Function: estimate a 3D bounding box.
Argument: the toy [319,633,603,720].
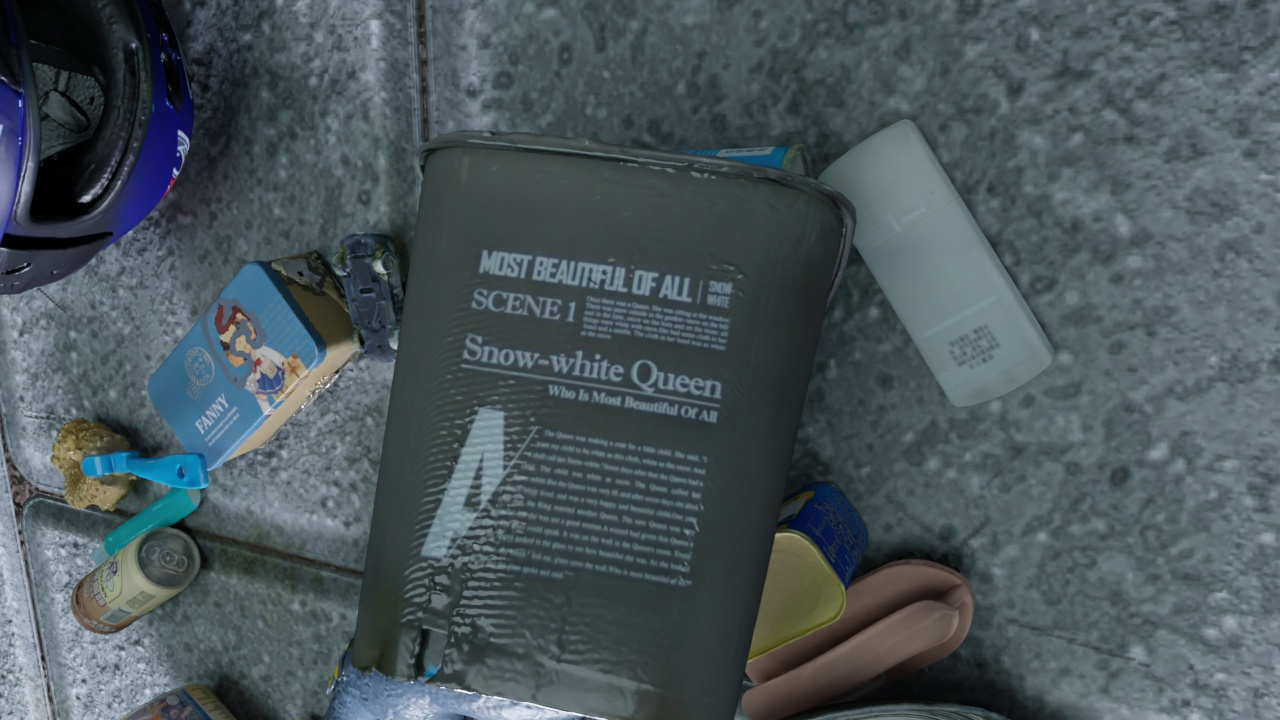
[{"bbox_3d":[-0.117,0.214,0.632,0.357,0.091,0.138,-12,99,31],"label":"toy"}]

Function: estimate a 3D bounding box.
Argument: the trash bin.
[{"bbox_3d":[-0.018,0.041,0.425,0.199,0.199,0.219,9,74,7],"label":"trash bin"}]

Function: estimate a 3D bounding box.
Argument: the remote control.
[{"bbox_3d":[0.154,-0.050,0.480,0.058,0.021,0.150,-31,90,28],"label":"remote control"}]

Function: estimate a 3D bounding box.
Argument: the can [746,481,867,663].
[{"bbox_3d":[0.076,0.121,0.527,0.102,0.083,0.057,-36,87,28],"label":"can"}]

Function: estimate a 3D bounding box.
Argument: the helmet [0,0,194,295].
[{"bbox_3d":[-0.410,-0.174,0.574,0.316,0.239,0.247,-15,96,38],"label":"helmet"}]

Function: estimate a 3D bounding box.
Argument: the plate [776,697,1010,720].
[{"bbox_3d":[0.126,0.226,0.521,0.179,0.024,0.180,-2,135,-2],"label":"plate"}]

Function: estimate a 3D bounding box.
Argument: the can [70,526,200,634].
[{"bbox_3d":[-0.436,0.190,0.790,0.117,0.058,0.058,-32,89,28],"label":"can"}]

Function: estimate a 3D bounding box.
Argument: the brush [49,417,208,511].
[{"bbox_3d":[-0.407,0.085,0.730,0.255,0.045,0.083,-4,95,42],"label":"brush"}]

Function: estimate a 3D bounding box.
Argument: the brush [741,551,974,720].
[{"bbox_3d":[0.123,0.160,0.522,0.146,0.072,0.063,-37,85,28],"label":"brush"}]

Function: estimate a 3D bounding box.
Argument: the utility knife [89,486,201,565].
[{"bbox_3d":[-0.434,0.144,0.803,0.182,0.013,0.029,-29,87,26],"label":"utility knife"}]

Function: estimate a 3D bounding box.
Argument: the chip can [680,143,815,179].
[{"bbox_3d":[-0.012,-0.082,0.519,0.210,0.071,0.071,3,105,23],"label":"chip can"}]

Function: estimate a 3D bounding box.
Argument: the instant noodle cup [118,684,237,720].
[{"bbox_3d":[-0.393,0.357,0.773,0.111,0.151,0.152,45,117,17],"label":"instant noodle cup"}]

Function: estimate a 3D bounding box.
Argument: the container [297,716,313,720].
[{"bbox_3d":[-0.252,0.361,0.738,0.111,0.089,0.090,11,108,19],"label":"container"}]

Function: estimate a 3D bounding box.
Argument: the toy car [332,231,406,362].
[{"bbox_3d":[-0.179,-0.043,0.626,0.043,0.034,0.090,-3,104,22],"label":"toy car"}]

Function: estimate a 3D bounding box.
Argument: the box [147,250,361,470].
[{"bbox_3d":[-0.284,0.005,0.672,0.185,0.061,0.090,-40,85,26],"label":"box"}]
